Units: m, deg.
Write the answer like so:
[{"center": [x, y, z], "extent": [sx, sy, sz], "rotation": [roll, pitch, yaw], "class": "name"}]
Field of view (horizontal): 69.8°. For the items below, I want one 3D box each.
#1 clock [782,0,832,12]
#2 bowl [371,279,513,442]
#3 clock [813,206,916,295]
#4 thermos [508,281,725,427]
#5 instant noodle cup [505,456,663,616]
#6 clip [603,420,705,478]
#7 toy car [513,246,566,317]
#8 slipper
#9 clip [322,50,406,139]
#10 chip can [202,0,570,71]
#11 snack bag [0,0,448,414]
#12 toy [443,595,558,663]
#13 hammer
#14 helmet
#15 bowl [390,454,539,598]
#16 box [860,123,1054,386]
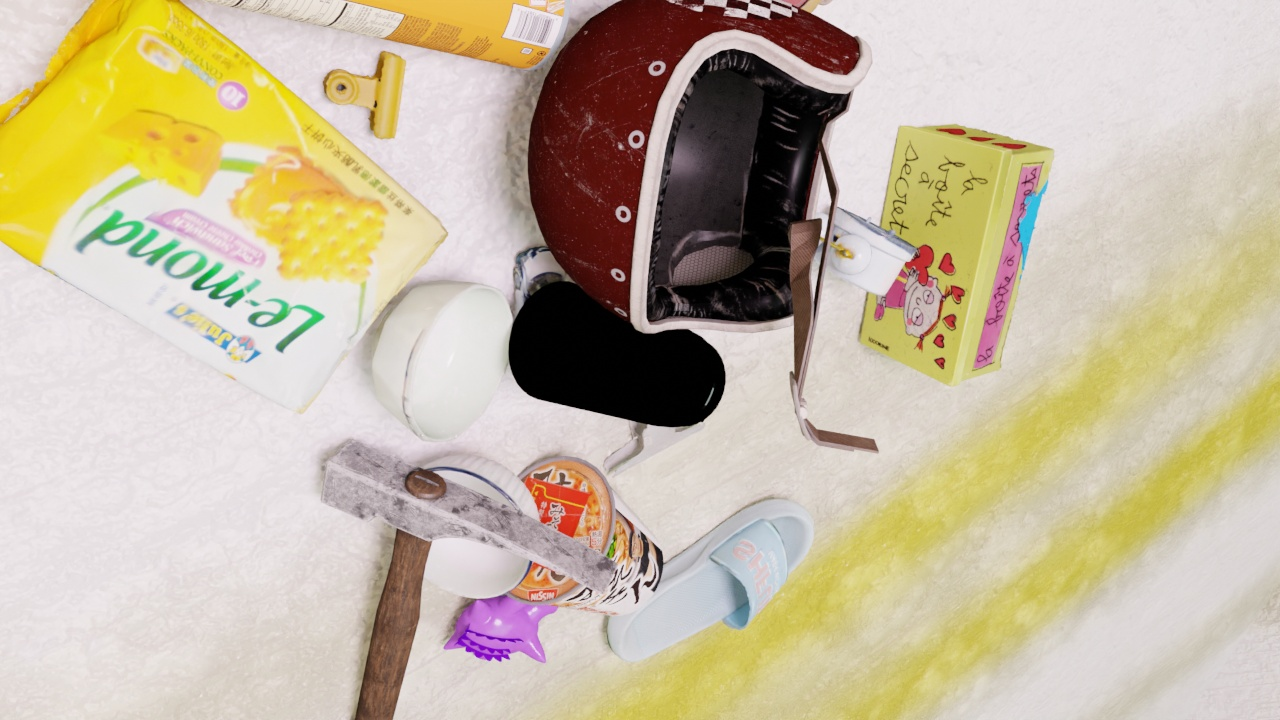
[{"center": [0.095, -0.299, 0.647], "extent": [0.158, 0.081, 0.117], "rotation": [5, 111, -35], "class": "clock"}, {"center": [-0.147, -0.006, 0.644], "extent": [0.117, 0.061, 0.118], "rotation": [-52, 154, -40], "class": "bowl"}, {"center": [0.189, -0.102, 0.816], "extent": [0.117, 0.083, 0.057], "rotation": [13, 112, -39], "class": "clock"}, {"center": [-0.004, 0.004, 0.722], "extent": [0.198, 0.086, 0.086], "rotation": [18, 104, -53], "class": "thermos"}, {"center": [-0.046, 0.161, 0.784], "extent": [0.123, 0.123, 0.122], "rotation": [-49, 139, -2], "class": "instant noodle cup"}, {"center": [0.015, 0.065, 0.818], "extent": [0.101, 0.046, 0.056], "rotation": [-27, 139, -20], "class": "clip"}, {"center": [-0.076, -0.043, 0.706], "extent": [0.038, 0.027, 0.090], "rotation": [-11, 119, -27], "class": "toy car"}, {"center": [0.080, 0.233, 0.926], "extent": [0.245, 0.074, 0.104], "rotation": [-27, 127, -17], "class": "slipper"}, {"center": [-0.172, -0.168, 0.576], "extent": [0.049, 0.044, 0.054], "rotation": [-17, 127, -56], "class": "clip"}, {"center": [-0.146, -0.218, 0.512], "extent": [0.214, 0.075, 0.075], "rotation": [-3, 116, -43], "class": "chip can"}, {"center": [-0.247, -0.090, 0.541], "extent": [0.159, 0.068, 0.247], "rotation": [-48, 130, -1], "class": "snack bag"}, {"center": [-0.122, 0.235, 0.803], "extent": [0.088, 0.055, 0.106], "rotation": [17, 124, -29], "class": "toy"}, {"center": [-0.159, 0.224, 0.721], "extent": [0.218, 0.037, 0.301], "rotation": [22, 119, 6], "class": "hammer"}, {"center": [0.052, -0.117, 0.605], "extent": [0.253, 0.233, 0.234], "rotation": [10, 133, 4], "class": "helmet"}, {"center": [-0.129, 0.120, 0.721], "extent": [0.062, 0.118, 0.118], "rotation": [-57, 154, -61], "class": "bowl"}, {"center": [0.289, -0.102, 0.856], "extent": [0.081, 0.124, 0.221], "rotation": [-14, 123, -30], "class": "box"}]
